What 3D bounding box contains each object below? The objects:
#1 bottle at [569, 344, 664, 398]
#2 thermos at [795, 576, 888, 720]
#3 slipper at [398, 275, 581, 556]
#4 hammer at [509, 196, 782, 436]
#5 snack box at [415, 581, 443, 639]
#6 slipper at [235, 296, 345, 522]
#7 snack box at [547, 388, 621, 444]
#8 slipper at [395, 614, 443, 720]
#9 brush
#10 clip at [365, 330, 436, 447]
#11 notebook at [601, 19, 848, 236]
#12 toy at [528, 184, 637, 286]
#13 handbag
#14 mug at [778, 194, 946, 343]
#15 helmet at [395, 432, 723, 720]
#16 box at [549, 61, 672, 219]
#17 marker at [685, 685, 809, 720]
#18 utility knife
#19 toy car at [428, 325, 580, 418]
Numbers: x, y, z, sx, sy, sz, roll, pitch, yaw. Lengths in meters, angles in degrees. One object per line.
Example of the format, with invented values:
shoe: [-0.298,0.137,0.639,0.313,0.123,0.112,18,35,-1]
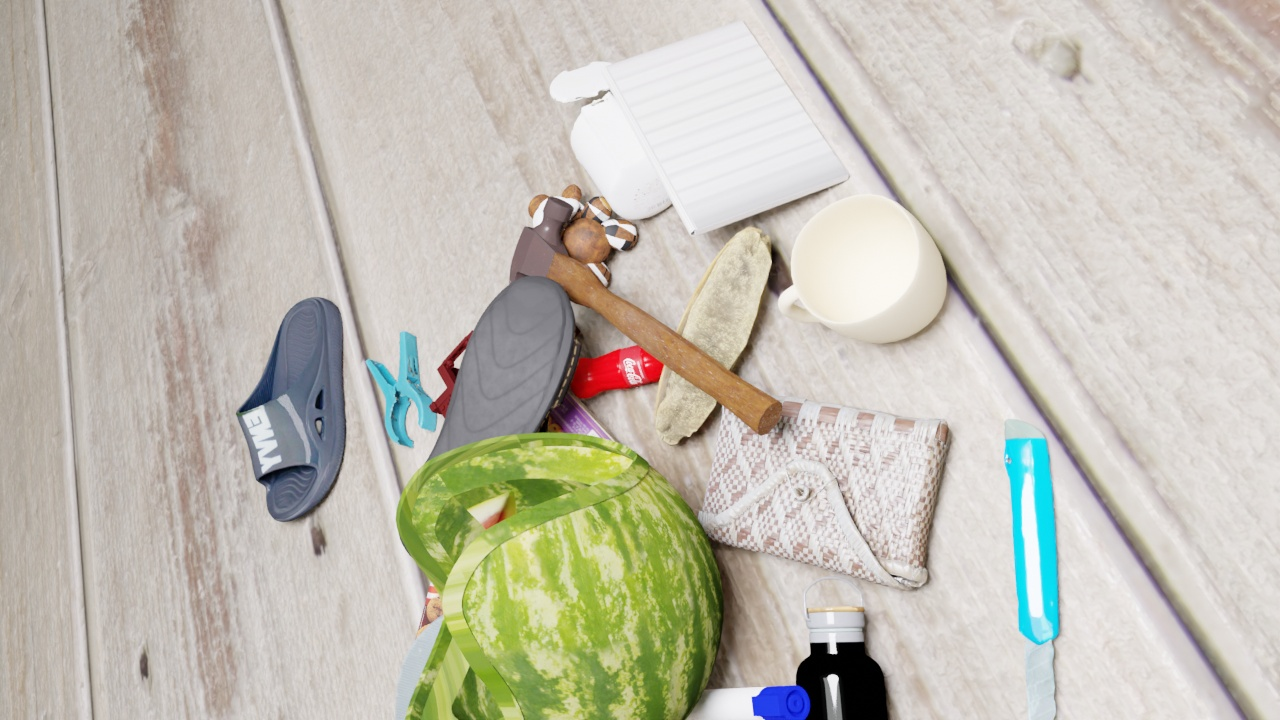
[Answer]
bottle: [-0.005,0.005,0.813,0.119,0.036,0.036,-14,68,17]
thermos: [0.140,0.267,0.628,0.061,0.061,0.231,-11,70,30]
slipper: [-0.123,0.056,0.790,0.113,0.075,0.268,25,92,26]
hammer: [-0.008,-0.031,0.758,0.323,0.033,0.115,36,111,40]
snack box: [-0.172,0.225,0.865,0.051,0.031,0.140,8,81,35]
slipper: [-0.397,0.045,1.038,0.111,0.083,0.267,-14,67,28]
snack box: [-0.096,0.099,0.830,0.148,0.040,0.143,-46,56,0]
slipper: [-0.169,0.334,0.804,0.098,0.054,0.269,13,96,4]
brush: [0.060,-0.020,0.763,0.059,0.043,0.195,24,92,-1]
clip: [-0.266,0.042,0.986,0.114,0.028,0.127,-46,56,17]
notebook: [0.068,-0.210,0.806,0.142,0.009,0.209,-21,61,-7]
toy: [-0.065,-0.125,0.884,0.087,0.067,0.112,-56,46,7]
handbag: [0.132,0.092,0.695,0.186,0.047,0.124,8,80,35]
mug: [0.165,-0.056,0.684,0.120,0.099,0.096,-26,65,27]
helmet: [-0.056,0.189,0.675,0.213,0.242,0.247,22,117,62]
box: [-0.026,-0.214,0.865,0.083,0.092,0.166,-31,56,-3]
marker: [0.069,0.250,0.665,0.133,0.027,0.023,-33,57,54]
utility knife: [0.262,0.139,0.614,0.031,0.015,0.205,-6,69,33]
toy car: [-0.141,0.007,0.890,0.170,0.061,0.070,-46,57,14]
